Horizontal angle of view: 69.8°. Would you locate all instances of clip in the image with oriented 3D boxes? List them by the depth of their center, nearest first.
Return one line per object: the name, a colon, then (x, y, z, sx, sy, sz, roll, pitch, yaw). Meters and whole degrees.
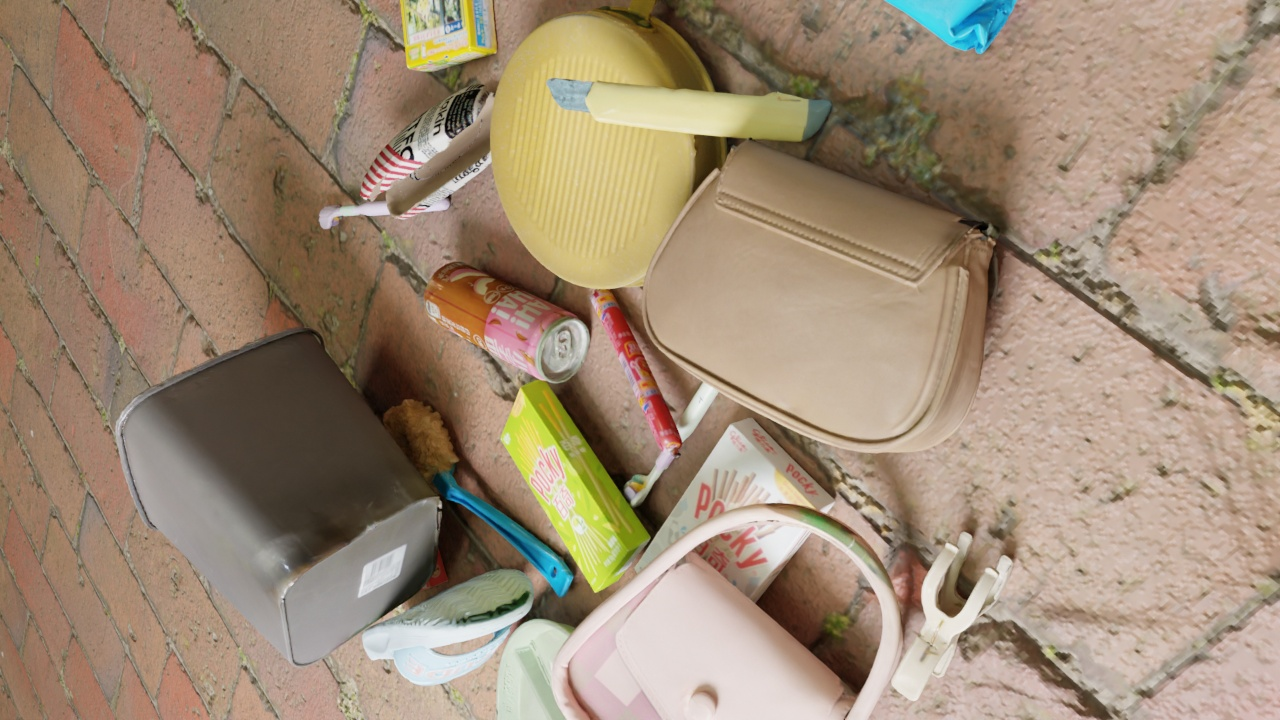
clip: (0.174, 0.152, 0.534, 0.034, 0.076, 0.104, 33, 107, 32)

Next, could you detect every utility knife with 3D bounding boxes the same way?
utility knife: (0.029, -0.157, 0.568, 0.176, 0.019, 0.031, 6, 94, -4)

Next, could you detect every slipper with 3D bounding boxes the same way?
slipper: (-0.178, 0.248, 0.821, 0.246, 0.103, 0.074, -31, 81, 49)

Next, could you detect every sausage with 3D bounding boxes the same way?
sausage: (-0.004, 0.004, 0.673, 0.020, 0.020, 0.155, -45, 59, 36)

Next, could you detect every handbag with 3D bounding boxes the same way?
handbag: (0.105, -0.036, 0.540, 0.204, 0.099, 0.148, 30, 106, 33)
handbag: (0.070, 0.190, 0.599, 0.193, 0.093, 0.235, 39, 114, 12)

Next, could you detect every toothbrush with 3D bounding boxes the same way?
toothbrush: (0.037, 0.035, 0.658, 0.190, 0.020, 0.029, -58, 19, 30)
toothbrush: (-0.244, -0.142, 0.868, 0.189, 0.021, 0.029, 3, 67, 39)

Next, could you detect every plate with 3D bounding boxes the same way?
plate: (-0.056, 0.326, 0.754, 0.230, 0.027, 0.230, 11, 104, 53)

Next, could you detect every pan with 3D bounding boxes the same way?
pan: (-0.001, -0.219, 0.630, 0.198, 0.078, 0.358, 31, 123, 28)

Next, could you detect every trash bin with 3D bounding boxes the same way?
trash bin: (-0.304, 0.123, 0.815, 0.220, 0.198, 0.199, 39, 139, 23)

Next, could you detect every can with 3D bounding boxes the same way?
can: (-0.112, -0.033, 0.747, 0.147, 0.057, 0.058, 26, 113, 35)

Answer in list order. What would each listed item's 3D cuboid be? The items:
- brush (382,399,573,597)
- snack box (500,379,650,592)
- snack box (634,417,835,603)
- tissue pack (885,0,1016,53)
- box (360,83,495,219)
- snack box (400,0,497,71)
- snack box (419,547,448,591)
brush: (-0.151, 0.124, 0.826, 0.255, 0.045, 0.083, 35, 115, 27)
snack box: (-0.056, 0.099, 0.729, 0.156, 0.026, 0.086, 55, 145, 19)
snack box: (0.061, 0.125, 0.648, 0.084, 0.026, 0.157, 45, 124, 25)
tissue pack: (0.150, -0.232, 0.485, 0.140, 0.063, 0.090, 44, 123, 26)
box: (-0.169, -0.174, 0.784, 0.164, 0.076, 0.075, -25, 45, 37)
snack box: (-0.164, -0.318, 0.760, 0.087, 0.033, 0.140, 1, 97, 40)
snack box: (-0.260, 0.205, 0.936, 0.156, 0.027, 0.077, -24, 82, 40)
